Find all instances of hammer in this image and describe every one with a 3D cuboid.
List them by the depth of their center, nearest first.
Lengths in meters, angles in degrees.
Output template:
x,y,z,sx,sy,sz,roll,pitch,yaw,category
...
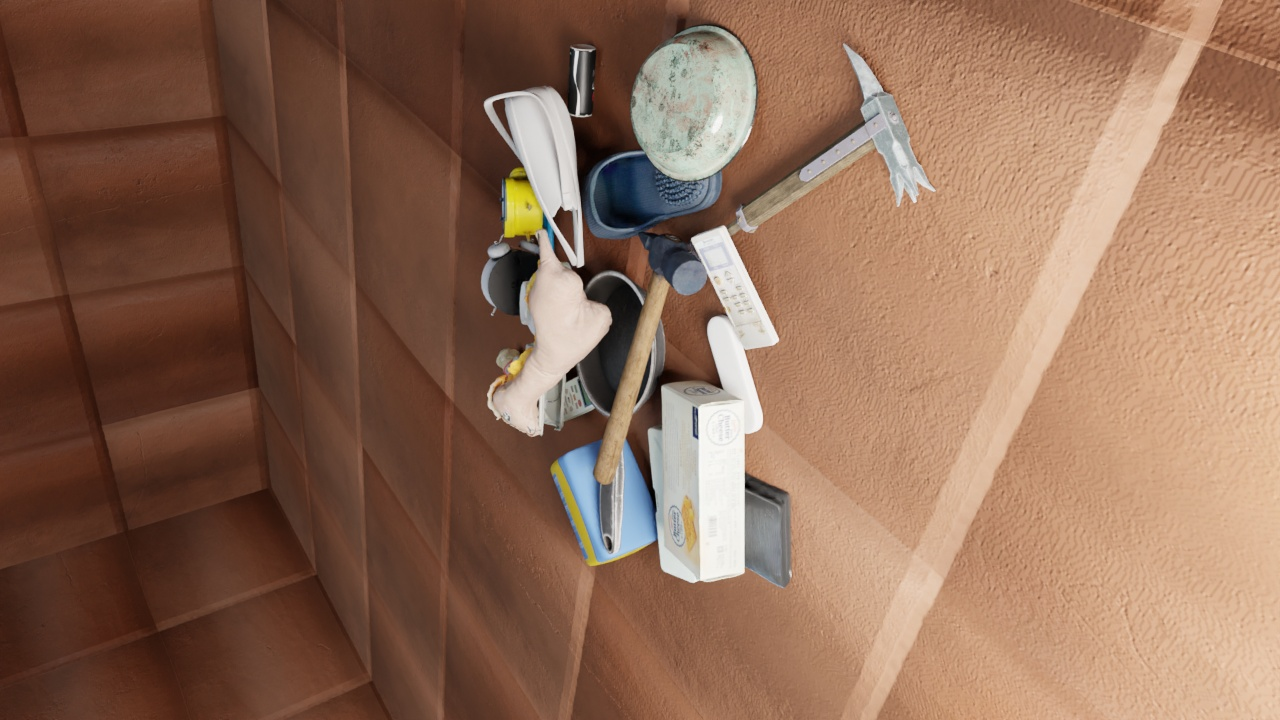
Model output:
x,y,z,sx,sy,sz,roll,pitch,yaw,category
0.134,-0.164,0.893,0.318,0.028,0.147,-29,80,56,hammer
-0.006,0.006,1.069,0.129,0.040,0.322,-126,46,-54,hammer

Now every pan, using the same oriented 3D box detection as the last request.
x,y,z,sx,sy,sz,roll,pitch,yaw,category
-0.028,0.065,1.164,0.188,0.055,0.357,0,95,55,pan

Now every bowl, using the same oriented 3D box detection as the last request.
x,y,z,sx,sy,sz,roll,pitch,yaw,category
0.043,-0.262,0.931,0.158,0.038,0.157,3,95,42,bowl
-0.131,-0.078,1.258,0.118,0.062,0.118,180,91,-75,bowl

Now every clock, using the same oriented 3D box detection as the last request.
x,y,z,sx,sy,sz,roll,pitch,yaw,category
-0.168,-0.220,1.282,0.118,0.057,0.083,-104,16,-49,clock
-0.183,-0.126,1.325,0.035,0.094,0.123,26,119,53,clock

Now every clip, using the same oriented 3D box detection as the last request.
x,y,z,sx,sy,sz,roll,pitch,yaw,category
-0.136,0.033,1.333,0.152,0.096,0.126,-136,50,-75,clip

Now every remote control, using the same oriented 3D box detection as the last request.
x,y,z,sx,sy,sz,roll,pitch,yaw,category
0.099,-0.075,0.967,0.050,0.011,0.136,-10,110,57,remote control
0.105,0.015,1.027,0.043,0.013,0.136,-16,90,57,remote control
-0.092,0.054,1.330,0.144,0.024,0.049,-28,76,58,remote control

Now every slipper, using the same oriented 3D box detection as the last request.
x,y,z,sx,sy,sz,roll,pitch,yaw,category
-0.015,-0.196,1.052,0.264,0.082,0.101,-3,99,56,slipper

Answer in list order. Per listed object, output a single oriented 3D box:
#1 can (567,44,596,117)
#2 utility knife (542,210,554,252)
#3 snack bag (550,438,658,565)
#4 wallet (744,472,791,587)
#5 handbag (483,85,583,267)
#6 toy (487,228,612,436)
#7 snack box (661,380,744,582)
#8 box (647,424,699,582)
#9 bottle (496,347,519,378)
x,y,z,sx,sy,sz,roll,pitch,yaw,category
-0.072,-0.341,1.118,0.031,0.031,0.081,38,133,43,can
-0.130,-0.155,1.304,0.031,0.015,0.179,-141,44,-57,utility knife
-0.063,0.206,1.295,0.159,0.102,0.206,67,157,10,snack bag
0.135,0.194,1.051,0.089,0.026,0.115,19,120,50,wallet
-0.114,-0.220,1.136,0.216,0.095,0.223,-126,20,-79,handbag
-0.139,-0.025,1.203,0.265,0.065,0.196,-40,80,40,toy
0.071,0.134,1.051,0.104,0.057,0.208,-152,58,-65,snack box
0.052,0.177,1.150,0.083,0.066,0.199,-152,54,-71,box
-0.186,0.027,1.444,0.109,0.044,0.044,51,141,31,bottle
